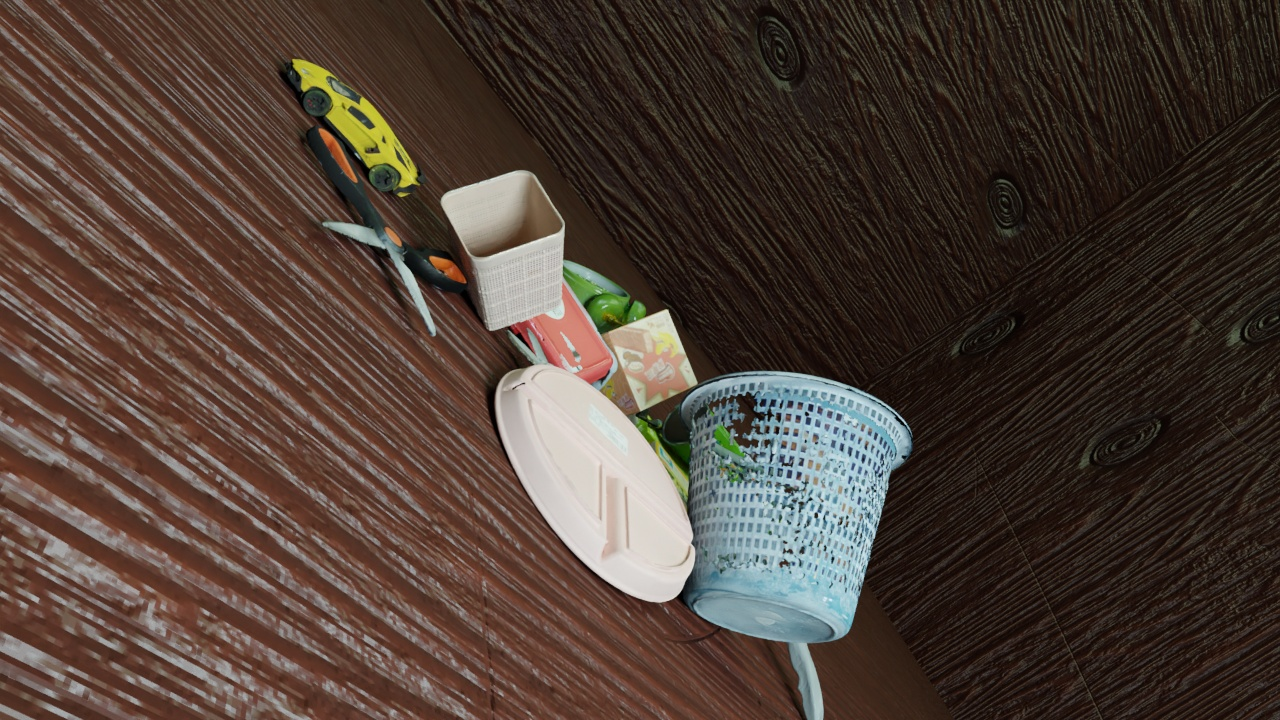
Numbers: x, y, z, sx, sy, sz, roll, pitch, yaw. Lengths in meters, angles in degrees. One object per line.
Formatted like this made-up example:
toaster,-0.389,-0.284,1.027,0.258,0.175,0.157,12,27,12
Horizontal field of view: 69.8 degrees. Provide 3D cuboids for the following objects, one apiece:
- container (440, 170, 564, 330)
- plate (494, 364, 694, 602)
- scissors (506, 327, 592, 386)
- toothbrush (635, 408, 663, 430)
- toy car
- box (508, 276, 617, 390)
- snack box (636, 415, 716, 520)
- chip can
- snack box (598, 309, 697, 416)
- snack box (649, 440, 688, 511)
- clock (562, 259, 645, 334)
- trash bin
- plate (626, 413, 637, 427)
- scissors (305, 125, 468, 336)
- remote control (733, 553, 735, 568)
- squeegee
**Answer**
container,-0.122,-0.096,0.842,0.090,0.090,0.111,57,-21,31
plate,-0.030,0.093,0.758,0.229,0.028,0.229,45,17,-18
scissors,-0.067,0.046,0.839,0.170,0.019,0.180,47,20,-20
toothbrush,0.025,0.078,1.161,0.012,0.017,0.185,17,-6,19
toy car,-0.259,-0.214,0.838,0.156,0.041,0.071,49,8,-27
box,-0.115,-0.047,0.985,0.102,0.101,0.201,-25,77,-44
snack box,0.044,0.141,1.164,0.156,0.026,0.085,52,6,-13
chip can,0.114,0.144,1.200,0.236,0.072,0.072,50,8,-38
snack box,-0.006,0.006,1.035,0.092,0.077,0.094,-23,92,-38
snack box,0.033,0.149,1.031,0.087,0.034,0.140,52,5,-10
clock,-0.057,-0.071,1.148,0.161,0.056,0.116,34,14,24
trash bin,0.129,0.147,0.854,0.226,0.227,0.194,47,48,-44
plate,-0.050,0.006,1.169,0.162,0.034,0.265,52,7,-11
scissors,-0.200,-0.096,0.725,0.233,0.022,0.221,55,8,23
remote control,0.128,0.271,1.088,0.058,0.021,0.150,60,7,-7
squeegee,0.160,0.285,1.011,0.247,0.040,0.249,50,17,-53
